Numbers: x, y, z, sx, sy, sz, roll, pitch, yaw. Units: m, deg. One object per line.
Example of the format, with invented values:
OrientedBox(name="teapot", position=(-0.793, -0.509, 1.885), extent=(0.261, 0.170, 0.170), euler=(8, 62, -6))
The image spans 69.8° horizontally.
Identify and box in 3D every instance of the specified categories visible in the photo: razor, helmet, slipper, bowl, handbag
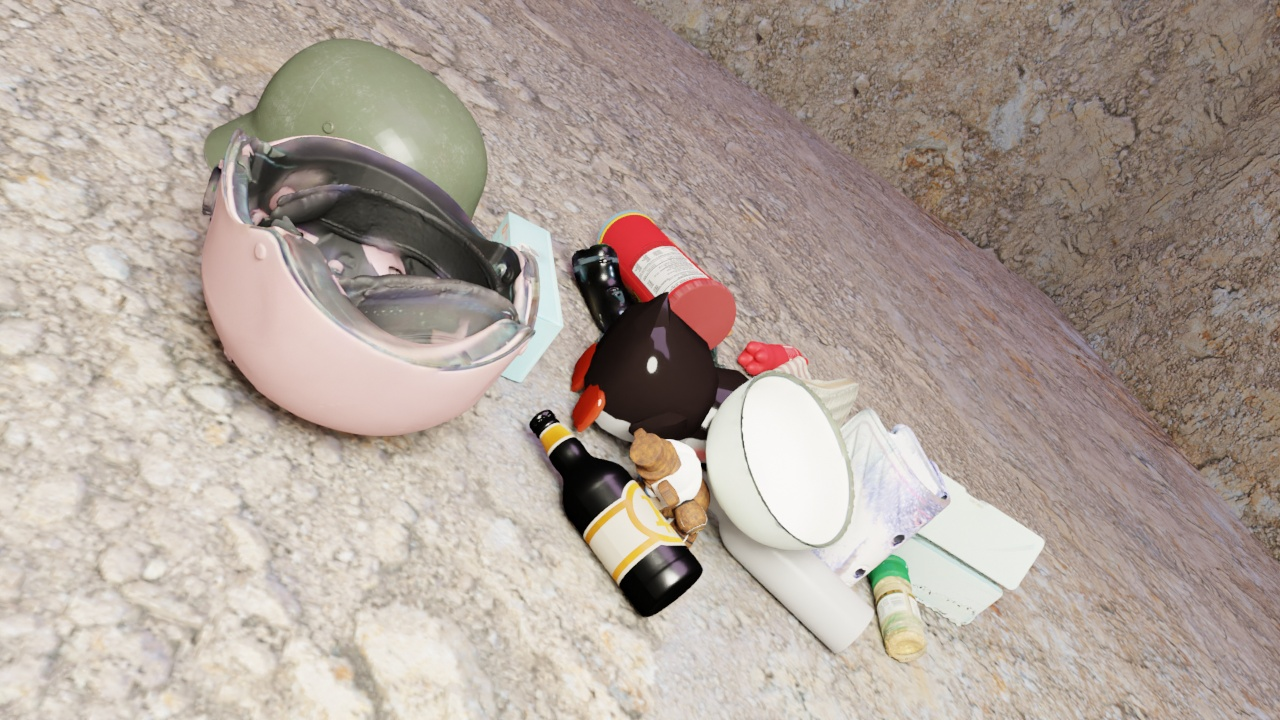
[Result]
OrientedBox(name="razor", position=(-0.031, -0.072, 1.008), extent=(0.053, 0.064, 0.140), euler=(-12, 56, -22))
OrientedBox(name="helmet", position=(-0.234, -0.192, 0.828), extent=(0.268, 0.154, 0.226), euler=(43, 26, 8))
OrientedBox(name="slipper", position=(0.172, 0.053, 1.030), extent=(0.052, 0.115, 0.262), euler=(31, 18, 30))
OrientedBox(name="bowl", position=(0.110, 0.091, 0.780), extent=(0.153, 0.073, 0.153), euler=(26, 51, -37))
OrientedBox(name="helmet", position=(-0.196, -0.048, 0.652), extent=(0.229, 0.153, 0.255), euler=(13, 35, -38))
OrientedBox(name="handbag", position=(0.208, 0.141, 0.872), extent=(0.069, 0.159, 0.126), euler=(27, 27, -29))

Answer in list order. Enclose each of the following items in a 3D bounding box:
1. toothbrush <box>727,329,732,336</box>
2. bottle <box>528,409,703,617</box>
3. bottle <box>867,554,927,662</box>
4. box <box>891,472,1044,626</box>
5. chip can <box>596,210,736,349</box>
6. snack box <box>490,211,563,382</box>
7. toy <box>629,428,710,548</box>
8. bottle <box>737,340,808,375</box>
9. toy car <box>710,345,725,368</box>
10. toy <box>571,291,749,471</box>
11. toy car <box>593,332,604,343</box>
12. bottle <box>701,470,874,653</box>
OrientedBox(name="toothbrush", position=(0.077, -0.041, 1.161), extent=(0.134, 0.017, 0.021), euler=(7, 44, -52))
OrientedBox(name="bottle", position=(-0.029, 0.111, 0.722), extent=(0.181, 0.059, 0.059), euler=(50, 28, 21))
OrientedBox(name="bottle", position=(0.253, 0.242, 0.903), extent=(0.043, 0.043, 0.110), euler=(32, 28, -15))
OrientedBox(name="box", position=(0.307, 0.189, 0.948), extent=(0.197, 0.136, 0.044), euler=(33, 14, -13))
OrientedBox(name="chip can", position=(0.024, -0.094, 1.048), extent=(0.087, 0.087, 0.213), euler=(20, 20, -34))
OrientedBox(name="snack box", position=(-0.119, -0.064, 0.867), extent=(0.053, 0.075, 0.174), euler=(25, 29, -28))
OrientedBox(name="toy", position=(0.022, 0.101, 0.758), extent=(0.112, 0.067, 0.087), euler=(49, 11, -49))
OrientedBox(name="bottle", position=(0.178, -0.001, 1.194), extent=(0.141, 0.042, 0.042), euler=(4, 43, -50))
OrientedBox(name="toy car", position=(0.063, -0.012, 1.058), extent=(0.056, 0.044, 0.120), euler=(31, 30, -17))
OrientedBox(name="toy", position=(0.048, 0.030, 0.857), extent=(0.184, 0.140, 0.159), euler=(31, 22, -20))
OrientedBox(name="toy car", position=(-0.006, 0.006, 0.956), extent=(0.107, 0.030, 0.049), euler=(29, 29, -24))
OrientedBox(name="bottle", position=(0.118, 0.173, 0.823), extent=(0.195, 0.053, 0.052), euler=(43, 26, 8))
